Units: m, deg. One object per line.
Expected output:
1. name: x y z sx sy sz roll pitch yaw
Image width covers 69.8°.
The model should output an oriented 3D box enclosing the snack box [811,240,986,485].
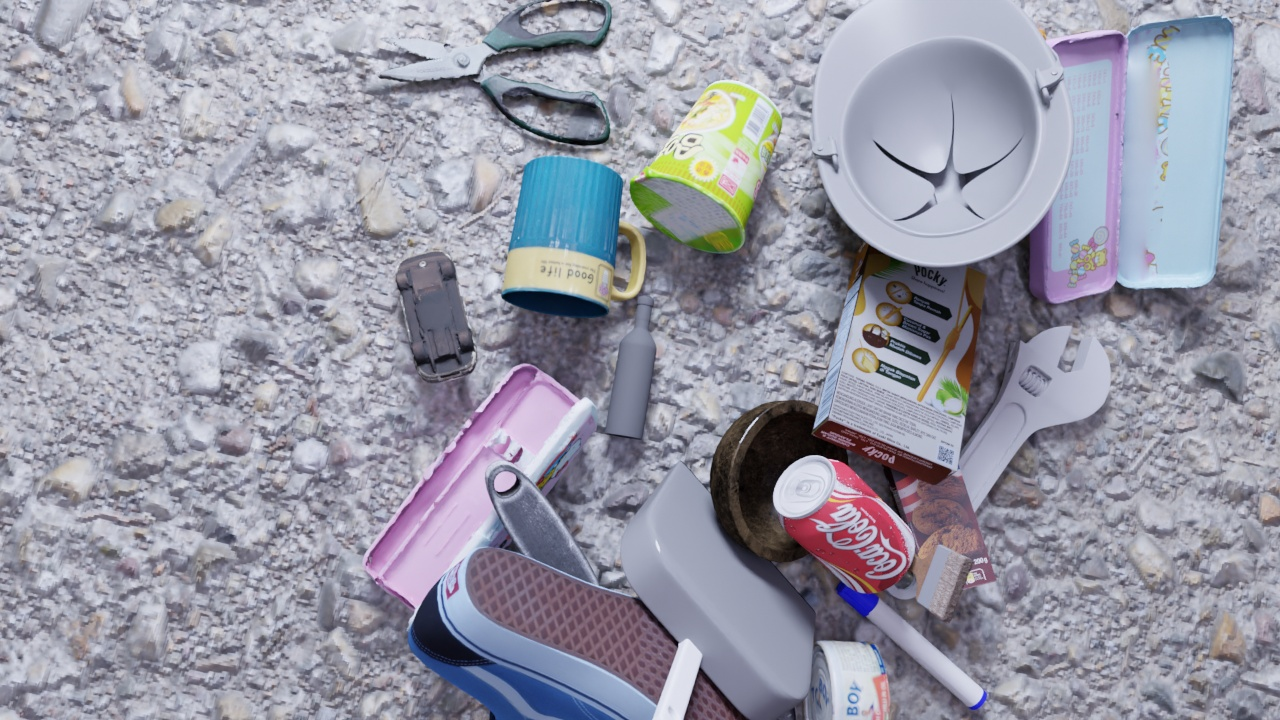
1. snack box: 0.204 -0.008 0.712 0.101 0.032 0.185 23 60 -3

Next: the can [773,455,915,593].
1. can: 0.147 0.119 0.665 0.105 0.064 0.064 43 79 -28

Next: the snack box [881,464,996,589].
1. snack box: 0.228 0.109 0.721 0.051 0.032 0.140 -15 77 3

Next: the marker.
1. marker: 0.214 0.223 0.726 0.141 0.020 0.020 41 81 0

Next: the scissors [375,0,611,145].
1. scissors: -0.112 -0.222 0.748 0.209 0.015 0.146 -13 86 -8

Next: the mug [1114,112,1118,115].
1. mug: 0.414 -0.223 0.774 0.113 0.070 0.084 28 81 -2

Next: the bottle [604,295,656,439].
1. bottle: -0.004 0.004 0.724 0.030 0.030 0.113 10 82 -5

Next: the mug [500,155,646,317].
1. mug: -0.046 -0.090 0.713 0.113 0.083 0.107 13 77 -33

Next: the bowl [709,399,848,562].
1. bowl: 0.097 0.088 0.704 0.121 0.056 0.121 -2 94 -34

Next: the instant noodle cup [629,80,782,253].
1. instant noodle cup: 0.059 -0.155 0.722 0.099 0.099 0.107 29 73 -2

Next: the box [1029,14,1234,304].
1. box: 0.386 -0.154 0.731 0.150 0.048 0.214 -6 112 8

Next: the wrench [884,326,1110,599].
1. wrench: 0.291 0.086 0.753 0.086 0.018 0.273 37 82 -1

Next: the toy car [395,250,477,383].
1. toy car: -0.158 -0.034 0.711 0.048 0.041 0.112 -14 67 -8

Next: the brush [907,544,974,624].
1. brush: 0.203 0.149 0.671 0.008 0.143 0.045 21 90 -4

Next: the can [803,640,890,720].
1. can: 0.152 0.253 0.683 0.043 0.086 0.086 4 83 -4

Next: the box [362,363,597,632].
1. box: -0.115 0.097 0.665 0.087 0.103 0.201 38 81 -3

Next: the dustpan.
1. dustpan: 0.048 0.170 0.610 0.033 0.257 0.163 -42 89 15

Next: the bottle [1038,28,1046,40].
1. bottle: 0.322 -0.220 0.768 0.063 0.063 0.108 2 83 -6

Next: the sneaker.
1. sneaker: -0.036 0.202 0.584 0.241 0.083 0.098 32 122 -21

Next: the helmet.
1. helmet: 0.240 -0.166 0.731 0.184 0.117 0.270 -15 60 20

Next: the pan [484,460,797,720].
1. pan: -0.006 0.218 0.641 0.187 0.055 0.357 -34 109 -11
